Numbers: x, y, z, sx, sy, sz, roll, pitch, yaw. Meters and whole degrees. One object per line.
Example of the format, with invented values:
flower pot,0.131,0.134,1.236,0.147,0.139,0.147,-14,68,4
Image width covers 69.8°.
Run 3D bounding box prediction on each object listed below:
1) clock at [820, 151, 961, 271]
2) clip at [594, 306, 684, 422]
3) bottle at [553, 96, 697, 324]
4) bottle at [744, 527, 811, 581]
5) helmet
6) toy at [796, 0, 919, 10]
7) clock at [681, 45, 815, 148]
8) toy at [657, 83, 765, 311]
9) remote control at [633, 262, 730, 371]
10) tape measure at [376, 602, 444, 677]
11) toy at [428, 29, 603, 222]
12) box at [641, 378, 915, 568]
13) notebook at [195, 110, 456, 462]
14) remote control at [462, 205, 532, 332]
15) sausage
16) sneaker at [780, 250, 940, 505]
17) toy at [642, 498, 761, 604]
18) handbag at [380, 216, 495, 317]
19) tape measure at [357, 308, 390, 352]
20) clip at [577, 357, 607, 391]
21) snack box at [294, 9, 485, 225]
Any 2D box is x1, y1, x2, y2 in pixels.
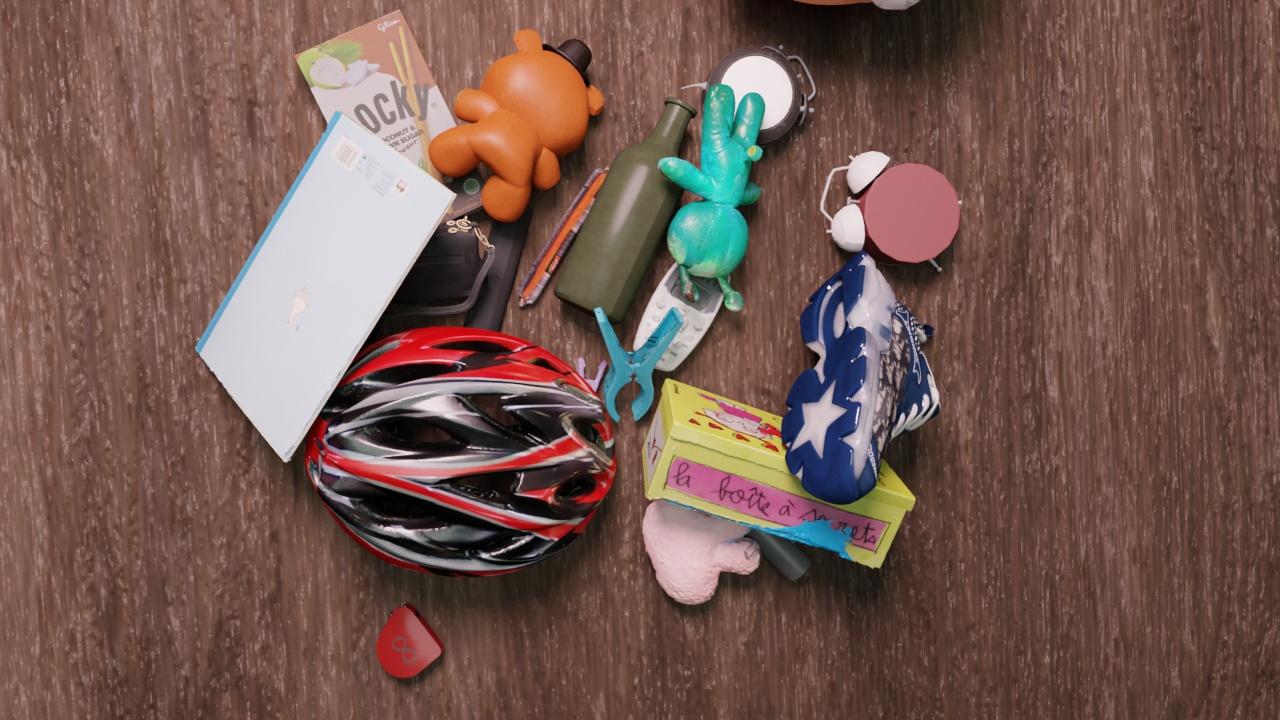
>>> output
clock,0.237,-0.140,0.866,0.137,0.048,0.096,17,89,-6
clip,-0.018,0.005,0.821,0.103,0.027,0.120,-1,128,-8
bottle,-0.006,-0.138,0.829,0.071,0.071,0.206,25,89,-6
bottle,0.112,0.159,0.868,0.030,0.030,0.113,-45,95,-4
helmet,-0.145,0.084,0.788,0.271,0.167,0.217,9,99,-19
toy,0.173,-0.418,0.753,0.281,0.262,0.266,-25,101,13
clock,0.108,-0.246,0.852,0.122,0.044,0.091,-27,94,-5
toy,0.072,-0.141,0.805,0.130,0.072,0.193,1,104,-42
remote control,0.036,-0.045,0.857,0.060,0.028,0.114,32,87,-6
tape measure,-0.217,0.259,0.842,0.051,0.019,0.059,-38,88,-2
toy,-0.099,-0.213,0.805,0.112,0.096,0.176,42,82,-19
box,0.117,0.098,0.817,0.221,0.124,0.080,17,105,-5
notebook,-0.271,-0.069,0.763,0.181,0.009,0.253,38,98,33
remote control,-0.134,-0.075,0.845,0.033,0.015,0.147,16,90,-6
sausage,-0.071,-0.116,0.849,0.020,0.020,0.155,32,88,-6
sneaker,0.206,0.027,0.789,0.132,0.268,0.103,33,132,-13
toy,0.057,0.170,0.845,0.105,0.053,0.108,-12,96,9
handbag,-0.190,-0.085,0.796,0.128,0.054,0.079,-5,133,-7
tape measure,-0.264,-0.035,0.821,0.059,0.038,0.058,31,88,-6
clip,-0.044,0.019,0.859,0.045,0.014,0.051,-18,90,-8
snack box,-0.219,-0.204,0.825,0.101,0.031,0.186,-26,94,-5
